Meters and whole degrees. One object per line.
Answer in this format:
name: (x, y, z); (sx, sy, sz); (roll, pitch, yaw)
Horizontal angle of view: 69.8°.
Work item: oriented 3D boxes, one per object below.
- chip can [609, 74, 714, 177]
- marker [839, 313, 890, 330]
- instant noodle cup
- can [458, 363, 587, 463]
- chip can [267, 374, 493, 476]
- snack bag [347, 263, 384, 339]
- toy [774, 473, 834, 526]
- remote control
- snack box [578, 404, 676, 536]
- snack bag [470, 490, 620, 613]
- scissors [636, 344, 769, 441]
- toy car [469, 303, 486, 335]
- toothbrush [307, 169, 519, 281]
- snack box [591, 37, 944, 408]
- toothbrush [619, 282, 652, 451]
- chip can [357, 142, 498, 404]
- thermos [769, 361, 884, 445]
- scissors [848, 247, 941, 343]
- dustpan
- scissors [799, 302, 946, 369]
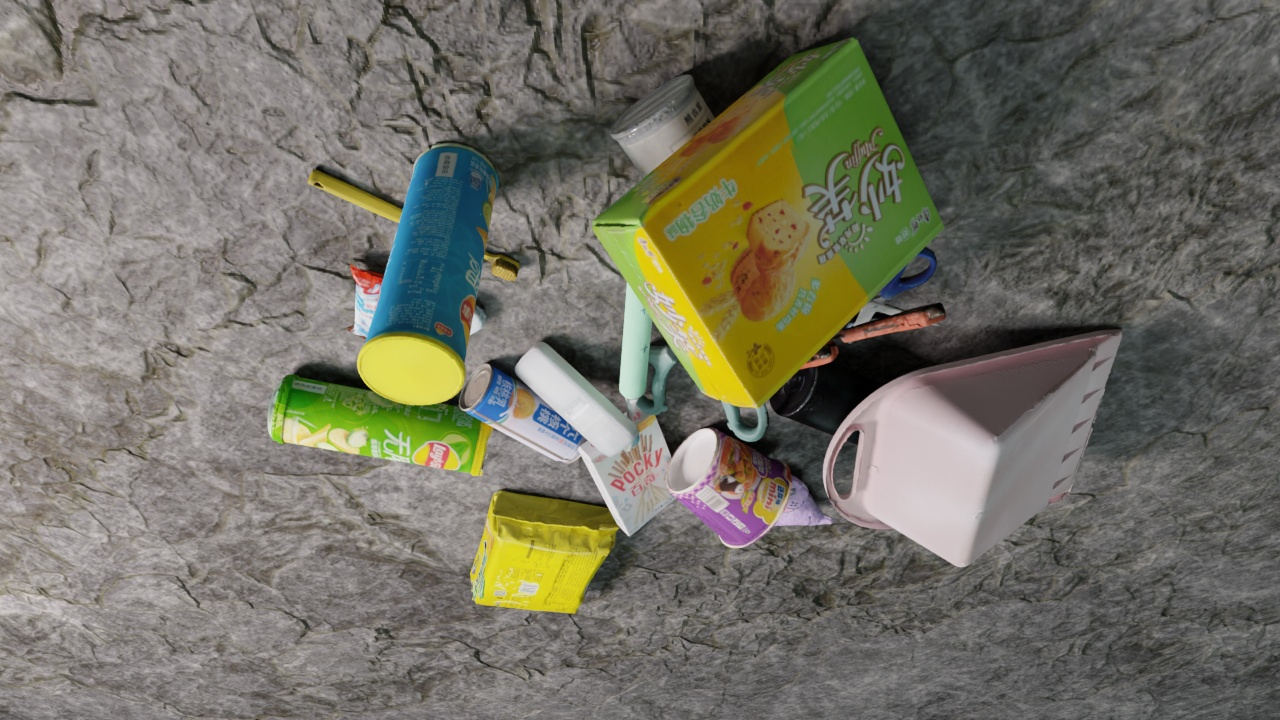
chip can: (0.066, -0.105, 0.695); (0.071, 0.071, 0.215); (-24, 118, 27)
marker: (0.190, -0.034, 0.857); (0.124, 0.015, 0.018); (-3, 143, 3)
instant noodle cup: (0.089, 0.130, 0.991); (0.099, 0.111, 0.112); (36, 129, -22)
can: (-0.117, 0.057, 0.944); (0.134, 0.053, 0.053); (33, 130, -31)
chip can: (-0.266, 0.067, 0.947); (0.221, 0.072, 0.073); (12, 138, -11)
snack bag: (-0.248, -0.049, 0.848); (0.048, 0.026, 0.104); (22, 136, -5)
toy: (0.169, 0.163, 1.069); (0.084, 0.038, 0.108); (-11, 140, 27)
remote control: (-0.063, 0.039, 0.905); (0.136, 0.020, 0.056); (42, 137, -5)
snack box: (-0.007, 0.122, 1.003); (0.084, 0.027, 0.157); (-37, 139, -14)
snack bag: (-0.129, 0.257, 1.167); (0.158, 0.068, 0.247); (11, 139, -10)
scissors: (0.059, 0.022, 0.874); (0.181, 0.019, 0.171); (34, 140, 8)
toy car: (-0.185, -0.028, 0.865); (0.091, 0.034, 0.043); (-29, 127, 29)
toothbrush: (-0.188, -0.112, 0.779); (0.190, 0.016, 0.016); (24, 134, -24)
snack box: (0.093, -0.094, 0.629); (0.158, 0.209, 0.070); (55, 162, -24)
toothbrush: (-0.005, 0.005, 0.872); (0.027, 0.026, 0.225); (-26, 138, -33)
chip can: (-0.151, -0.070, 0.679); (0.071, 0.209, 0.071); (1, 139, 0)
thermos: (0.236, 0.064, 0.929); (0.242, 0.068, 0.090); (23, 156, -27)
scissors: (0.193, -0.052, 0.789); (0.162, 0.012, 0.173); (4, 156, -4)
dustpan: (0.321, 0.075, 0.904); (0.272, 0.139, 0.223); (-26, 132, -32)
scissors: (0.160, -0.016, 0.776); (0.189, 0.226, 0.015); (-19, 92, 16)
